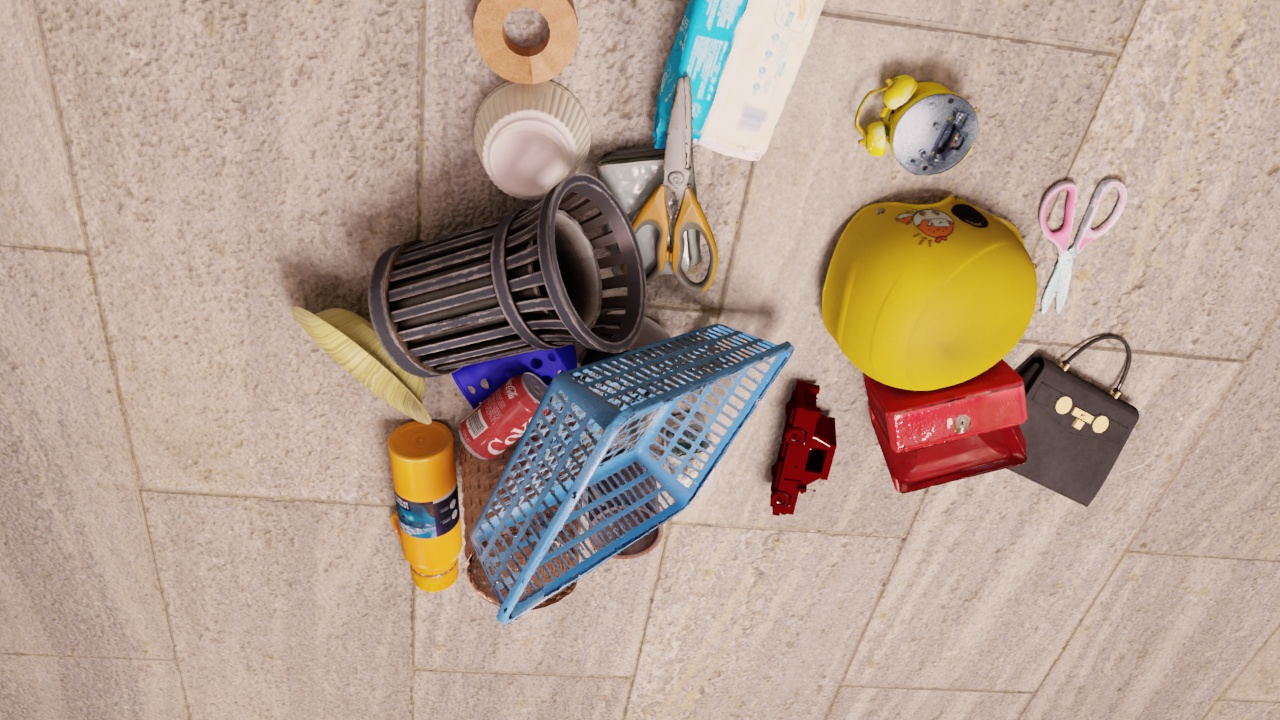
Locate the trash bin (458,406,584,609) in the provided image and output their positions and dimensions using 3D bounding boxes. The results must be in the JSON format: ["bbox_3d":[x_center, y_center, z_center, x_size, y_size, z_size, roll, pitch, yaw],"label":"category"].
[{"bbox_3d":[-0.138,0.162,1.044,0.151,0.209,0.151,-2,125,-3],"label":"trash bin"}]

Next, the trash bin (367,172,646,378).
[{"bbox_3d":[-0.134,-0.069,0.885,0.228,0.163,0.164,-11,128,28],"label":"trash bin"}]

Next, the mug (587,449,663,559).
[{"bbox_3d":[-0.030,0.164,1.119,0.096,0.110,0.123,-30,122,10],"label":"mug"}]

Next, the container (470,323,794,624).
[{"bbox_3d":[-0.008,0.086,0.921,0.089,0.361,0.258,40,118,19],"label":"container"}]

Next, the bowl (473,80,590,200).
[{"bbox_3d":[-0.104,-0.204,0.878,0.115,0.062,0.115,-2,125,-3],"label":"bowl"}]

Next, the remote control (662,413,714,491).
[{"bbox_3d":[0.061,0.116,1.137,0.060,0.028,0.114,-10,125,2],"label":"remote control"}]

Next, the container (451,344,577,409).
[{"bbox_3d":[-0.136,0.000,1.008,0.114,0.085,0.084,-22,125,9],"label":"container"}]

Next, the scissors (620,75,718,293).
[{"bbox_3d":[0.044,-0.160,0.880,0.114,0.016,0.229,10,127,-1],"label":"scissors"}]

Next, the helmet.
[{"bbox_3d":[0.320,-0.053,0.971,0.240,0.139,0.209,-1,125,-5],"label":"helmet"}]

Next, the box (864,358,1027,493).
[{"bbox_3d":[0.346,0.051,1.055,0.157,0.136,0.127,-17,130,7],"label":"box"}]

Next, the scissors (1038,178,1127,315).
[{"bbox_3d":[0.486,-0.121,1.013,0.101,0.016,0.179,-10,125,2],"label":"scissors"}]

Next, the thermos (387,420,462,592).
[{"bbox_3d":[-0.266,0.182,1.139,0.076,0.091,0.233,-18,130,-27],"label":"thermos"}]

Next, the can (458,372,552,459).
[{"bbox_3d":[-0.141,0.058,0.962,0.097,0.054,0.054,-40,119,19],"label":"can"}]

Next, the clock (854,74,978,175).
[{"bbox_3d":[0.267,-0.230,0.892,0.118,0.057,0.083,11,124,-12],"label":"clock"}]

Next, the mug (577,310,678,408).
[{"bbox_3d":[-0.006,0.006,1.031,0.121,0.085,0.095,-2,132,-40],"label":"mug"}]

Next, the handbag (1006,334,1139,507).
[{"bbox_3d":[0.527,0.055,1.122,0.175,0.072,0.196,24,109,-20],"label":"handbag"}]

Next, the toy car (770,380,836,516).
[{"bbox_3d":[0.199,0.112,1.119,0.062,0.070,0.170,9,125,4],"label":"toy car"}]

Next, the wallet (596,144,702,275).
[{"bbox_3d":[0.011,-0.152,0.935,0.100,0.054,0.132,-9,121,0],"label":"wallet"}]

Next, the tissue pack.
[{"bbox_3d":[0.088,-0.281,0.838,0.117,0.066,0.210,10,125,-12],"label":"tissue pack"}]

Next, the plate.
[{"bbox_3d":[-0.283,-0.006,0.972,0.036,0.185,0.184,-52,123,-20],"label":"plate"}]

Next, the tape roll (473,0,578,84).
[{"bbox_3d":[-0.103,-0.301,0.831,0.094,0.027,0.094,-2,125,-3],"label":"tape roll"}]
